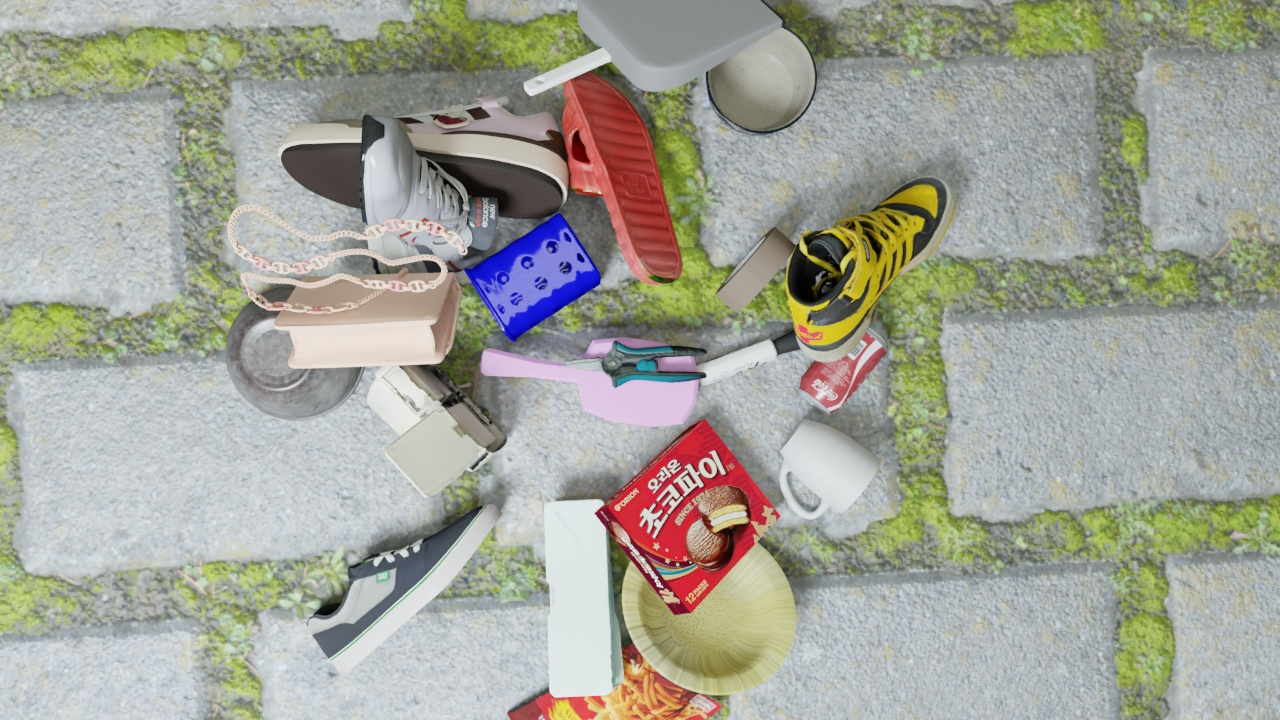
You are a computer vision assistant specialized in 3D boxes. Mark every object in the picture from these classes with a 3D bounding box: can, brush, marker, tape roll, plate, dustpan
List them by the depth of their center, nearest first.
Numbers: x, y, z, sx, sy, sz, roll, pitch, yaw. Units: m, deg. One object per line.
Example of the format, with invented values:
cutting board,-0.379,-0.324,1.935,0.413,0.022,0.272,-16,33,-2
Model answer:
dustpan,-0.006,-0.335,0.935,0.257,0.033,0.163,-30,65,-18
tape roll,0.120,-0.095,0.959,0.030,0.094,0.093,41,88,-2
plate,0.069,0.261,0.962,0.184,0.036,0.184,6,54,-9
brush,-0.054,0.016,0.977,0.228,0.043,0.089,8,90,-3
can,0.216,0.008,0.985,0.054,0.054,0.096,39,89,-2
marker,0.120,-0.004,0.995,0.126,0.025,0.025,-20,91,-2

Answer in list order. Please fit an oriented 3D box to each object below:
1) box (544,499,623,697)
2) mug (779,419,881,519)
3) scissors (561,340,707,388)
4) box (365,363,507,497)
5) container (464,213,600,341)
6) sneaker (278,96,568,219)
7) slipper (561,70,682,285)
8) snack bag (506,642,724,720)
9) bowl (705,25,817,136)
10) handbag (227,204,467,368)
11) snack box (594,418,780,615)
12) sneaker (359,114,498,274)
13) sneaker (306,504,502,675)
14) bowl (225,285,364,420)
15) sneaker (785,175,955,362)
box,-0.061,0.243,0.951,0.086,0.072,0.198,-11,78,34
mug,0.188,0.120,0.985,0.089,0.071,0.107,37,116,6
scissors,-0.002,0.010,0.948,0.130,0.019,0.135,-45,90,-1
box,-0.219,0.065,0.905,0.081,0.181,0.143,-45,89,5
container,-0.109,-0.086,0.954,0.113,0.084,0.085,-33,91,-3
sneaker,-0.219,-0.229,0.950,0.294,0.112,0.116,3,64,1
slipper,-0.028,-0.185,0.952,0.059,0.103,0.248,-28,78,39
snack bag,-0.027,0.383,0.988,0.208,0.066,0.139,-34,98,7
bowl,0.124,-0.292,0.975,0.115,0.059,0.115,0,90,-3
handbag,-0.247,-0.090,0.850,0.199,0.116,0.187,-1,128,1
snack box,0.051,0.160,0.952,0.151,0.036,0.132,-39,92,-31
sneaker,-0.201,-0.150,0.888,0.124,0.240,0.088,1,68,-12
sneaker,-0.248,0.219,0.953,0.235,0.084,0.079,-42,92,2
bowl,-0.366,-0.008,0.950,0.145,0.067,0.145,0,91,-3
sneaker,0.231,-0.119,0.935,0.086,0.122,0.238,32,81,33
